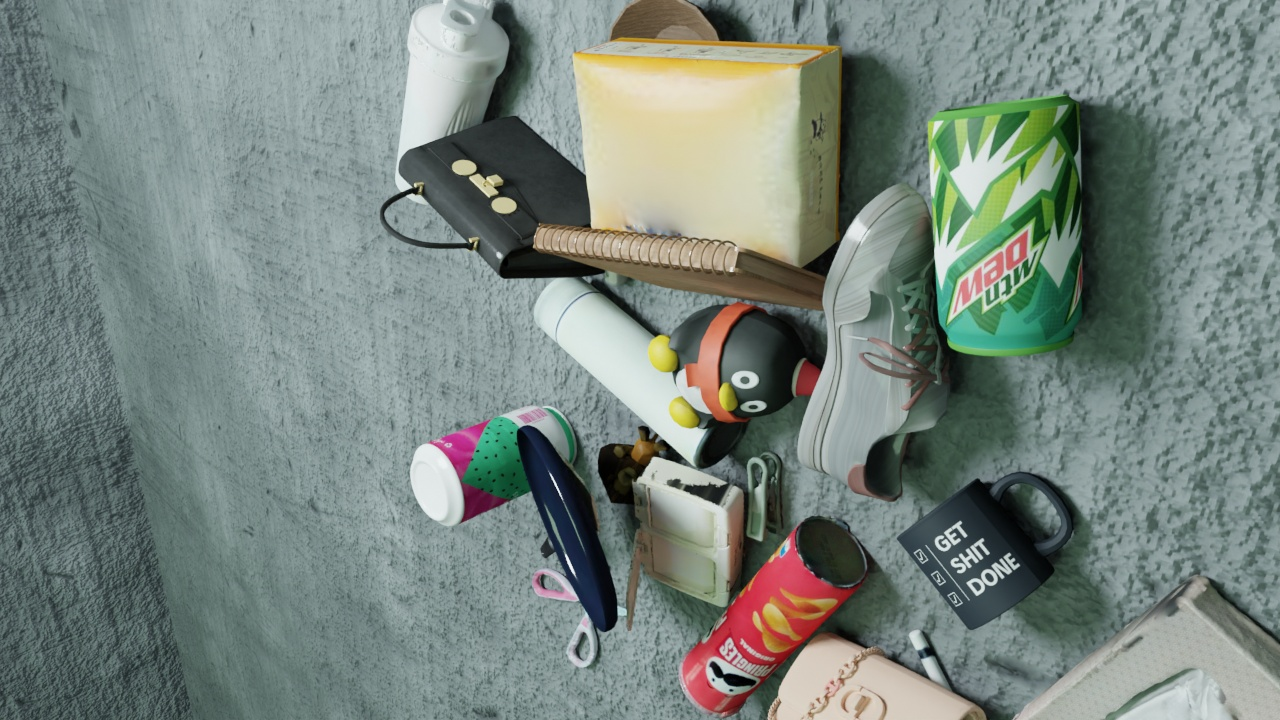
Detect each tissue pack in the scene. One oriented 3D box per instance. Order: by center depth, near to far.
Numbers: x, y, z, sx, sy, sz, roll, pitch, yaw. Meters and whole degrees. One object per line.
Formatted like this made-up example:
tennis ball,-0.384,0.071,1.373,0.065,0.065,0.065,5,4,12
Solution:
tissue pack,0.326,0.232,0.583,0.104,0.071,0.182,48,131,24

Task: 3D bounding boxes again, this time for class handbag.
handbag,0.209,0.321,0.763,0.187,0.116,0.199,43,163,-32
handbag,-0.148,-0.140,0.842,0.176,0.195,0.072,44,133,26

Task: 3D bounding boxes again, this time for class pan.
pan,-0.080,0.173,0.909,0.198,0.021,0.357,65,163,11

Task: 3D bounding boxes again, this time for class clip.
clip,0.108,0.117,0.798,0.023,0.047,0.076,11,111,42

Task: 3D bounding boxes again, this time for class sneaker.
sneaker,0.176,0.000,0.627,0.089,0.099,0.237,33,135,36

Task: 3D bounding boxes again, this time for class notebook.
notebook,0.039,-0.070,0.694,0.211,0.169,0.022,13,91,44

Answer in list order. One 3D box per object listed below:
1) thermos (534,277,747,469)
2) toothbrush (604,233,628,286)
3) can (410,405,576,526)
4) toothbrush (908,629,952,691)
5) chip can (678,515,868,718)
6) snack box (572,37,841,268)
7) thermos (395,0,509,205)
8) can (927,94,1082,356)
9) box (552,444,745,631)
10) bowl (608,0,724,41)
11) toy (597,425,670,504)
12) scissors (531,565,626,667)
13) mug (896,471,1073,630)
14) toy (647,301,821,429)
thermos,-0.005,0.005,0.845,0.230,0.067,0.068,41,132,29
toothbrush,-0.026,-0.141,0.801,0.024,0.022,0.186,3,136,7
can,-0.153,0.107,0.969,0.088,0.165,0.088,21,120,41
toothbrush,0.257,0.300,0.722,0.017,0.012,0.186,-34,80,52
chip can,0.112,0.229,0.805,0.073,0.073,0.234,49,134,22
snack box,0.044,-0.155,0.683,0.195,0.080,0.145,16,126,34
thermos,-0.198,-0.264,0.930,0.099,0.099,0.221,51,140,20
can,0.220,-0.081,0.553,0.083,0.082,0.144,7,111,46
box,-0.013,0.166,0.835,0.194,0.100,0.144,17,133,25
bowl,0.027,-0.233,0.731,0.118,0.030,0.118,22,129,30
toy,0.000,0.096,0.885,0.076,0.062,0.100,35,121,6
scissors,-0.063,0.299,1.069,0.173,0.014,0.159,-5,101,45
mug,0.243,0.123,0.631,0.105,0.071,0.077,-43,71,19
toy,0.082,0.003,0.727,0.119,0.099,0.097,8,131,39
